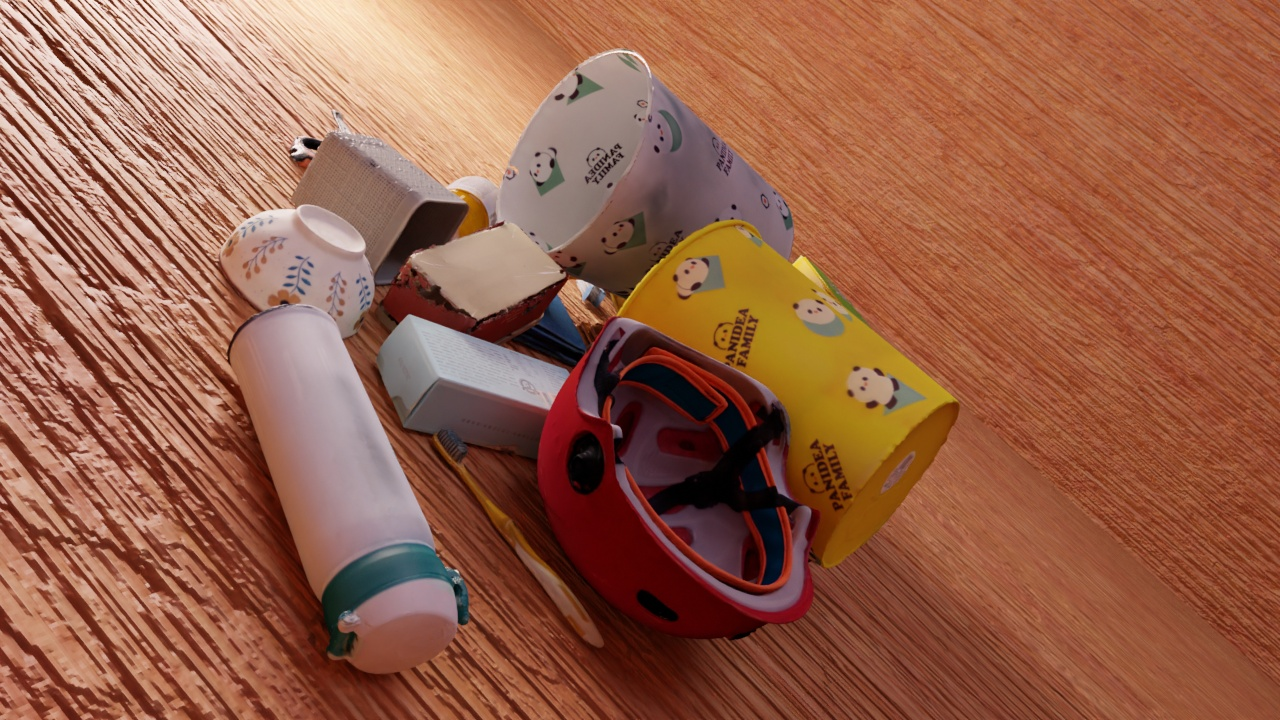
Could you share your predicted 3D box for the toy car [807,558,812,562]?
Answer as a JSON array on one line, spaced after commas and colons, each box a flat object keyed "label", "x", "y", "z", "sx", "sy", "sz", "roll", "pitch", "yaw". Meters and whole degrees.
[{"label": "toy car", "x": 0.173, "y": 0.182, "z": 0.930, "sx": 0.031, "sy": 0.049, "sz": 0.106, "roll": 46, "pitch": 19, "yaw": 11}]

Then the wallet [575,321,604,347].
[{"label": "wallet", "x": -0.006, "y": 0.006, "z": 1.004, "sx": 0.131, "sy": 0.031, "sz": 0.107, "roll": 13, "pitch": 42, "yaw": -57}]

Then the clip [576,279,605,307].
[{"label": "clip", "x": -0.065, "y": -0.091, "z": 1.144, "sx": 0.045, "sy": 0.027, "sz": 0.058, "roll": 16, "pitch": 25, "yaw": -37}]

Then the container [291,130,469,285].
[{"label": "container", "x": -0.233, "y": -0.138, "z": 0.814, "sx": 0.114, "sy": 0.090, "sz": 0.090, "roll": 40, "pitch": 17, "yaw": 10}]

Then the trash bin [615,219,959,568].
[{"label": "trash bin", "x": 0.125, "y": 0.035, "z": 0.832, "sx": 0.255, "sy": 0.230, "sz": 0.229, "roll": 40, "pitch": 16, "yaw": 27}]

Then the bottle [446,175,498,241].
[{"label": "bottle", "x": -0.189, "y": -0.145, "z": 0.947, "sx": 0.068, "sy": 0.068, "sz": 0.189, "roll": 37, "pitch": 18, "yaw": -10}]

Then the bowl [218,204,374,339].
[{"label": "bowl", "x": -0.244, "y": -0.075, "z": 0.683, "sx": 0.113, "sy": 0.062, "sz": 0.113, "roll": 37, "pitch": 17, "yaw": -13}]

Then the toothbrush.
[{"label": "toothbrush", "x": -0.083, "y": 0.116, "z": 0.621, "sx": 0.191, "sy": 0.018, "sz": 0.016, "roll": 47, "pitch": 21, "yaw": 20}]

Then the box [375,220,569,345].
[{"label": "box", "x": -0.137, "y": -0.066, "z": 0.791, "sx": 0.091, "sy": 0.080, "sz": 0.167, "roll": 42, "pitch": 30, "yaw": 5}]

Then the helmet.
[{"label": "helmet", "x": 0.015, "y": 0.103, "z": 0.660, "sx": 0.206, "sy": 0.144, "sz": 0.239, "roll": 23, "pitch": 39, "yaw": -34}]

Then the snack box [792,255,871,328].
[{"label": "snack box", "x": 0.163, "y": -0.003, "z": 1.086, "sx": 0.070, "sy": 0.210, "sz": 0.157, "roll": 36, "pitch": 18, "yaw": -26}]

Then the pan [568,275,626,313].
[{"label": "pan", "x": -0.029, "y": -0.103, "z": 1.114, "sx": 0.356, "sy": 0.078, "sz": 0.197, "roll": 12, "pitch": 67, "yaw": -48}]

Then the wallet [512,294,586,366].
[{"label": "wallet", "x": -0.112, "y": -0.058, "z": 0.951, "sx": 0.106, "sy": 0.040, "sz": 0.133, "roll": 30, "pitch": 20, "yaw": -42}]

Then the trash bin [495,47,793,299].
[{"label": "trash bin", "x": 0.015, "y": -0.160, "z": 0.976, "sx": 0.251, "sy": 0.230, "sz": 0.229, "roll": 27, "pitch": 22, "yaw": -39}]

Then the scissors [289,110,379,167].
[{"label": "scissors", "x": -0.297, "y": -0.208, "z": 0.963, "sx": 0.189, "sy": 0.015, "sz": 0.226, "roll": 42, "pitch": 18, "yaw": 6}]

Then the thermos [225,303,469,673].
[{"label": "thermos", "x": -0.163, "y": 0.064, "z": 0.504, "sx": 0.073, "sy": 0.073, "sz": 0.224, "roll": 18, "pitch": 29, "yaw": -50}]

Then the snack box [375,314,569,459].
[{"label": "snack box", "x": -0.114, "y": 0.027, "z": 0.715, "sx": 0.174, "sy": 0.052, "sz": 0.074, "roll": 22, "pitch": 24, "yaw": -46}]
